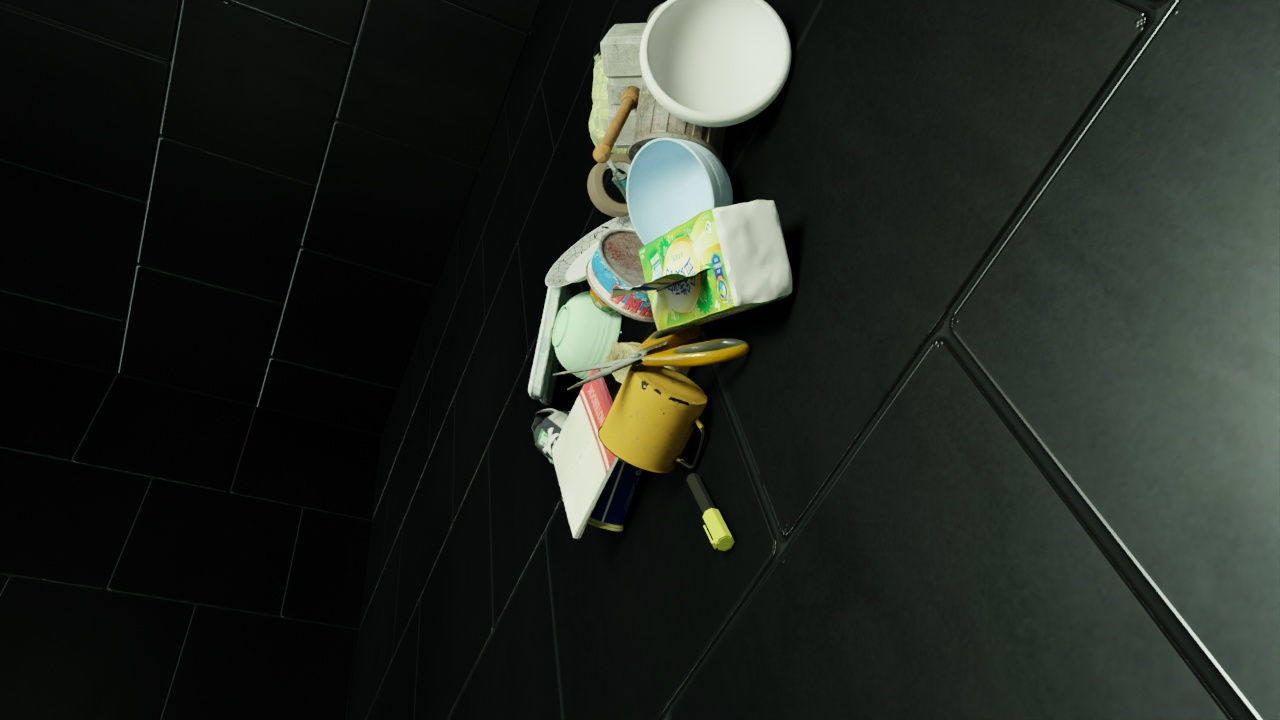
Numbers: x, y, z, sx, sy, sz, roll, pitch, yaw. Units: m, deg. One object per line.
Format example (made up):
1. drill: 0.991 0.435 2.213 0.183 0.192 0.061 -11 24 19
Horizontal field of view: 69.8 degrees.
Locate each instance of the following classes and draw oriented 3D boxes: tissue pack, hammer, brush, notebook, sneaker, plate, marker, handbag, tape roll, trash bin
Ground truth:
1. tissue pack: 0.048 -0.091 0.977 0.198 0.141 0.120 -30 74 65
2. hammer: -0.024 -0.338 1.258 0.316 0.083 0.163 -74 -18 -54
3. brush: -0.007 0.007 1.224 0.195 0.043 0.059 -147 74 -70
4. notebook: -0.070 0.112 1.198 0.153 0.012 0.208 -64 23 19
5. sneaker: -0.113 0.128 1.358 0.084 0.079 0.235 -70 21 8
6. plate: -0.066 -0.168 1.427 0.189 0.016 0.188 -30 24 15
7. marker: 0.069 0.155 0.954 0.123 0.021 0.017 -117 2 -63
8. handbag: -0.037 -0.411 1.516 0.117 0.113 0.186 132 147 -64
9. tape roll: -0.034 -0.272 1.425 0.030 0.093 0.093 166 118 -67
10. trash bin: 0.060 -0.357 1.198 0.131 0.130 0.211 159 123 -65

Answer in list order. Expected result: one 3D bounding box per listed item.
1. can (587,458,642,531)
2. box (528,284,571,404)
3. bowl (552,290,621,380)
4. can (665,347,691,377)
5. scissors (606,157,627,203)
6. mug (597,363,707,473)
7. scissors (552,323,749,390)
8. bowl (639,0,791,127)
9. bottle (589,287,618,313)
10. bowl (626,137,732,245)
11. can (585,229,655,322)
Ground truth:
1. can: -0.044 0.156 1.195 0.092 0.056 0.116 -70 21 7
2. box: -0.149 -0.032 1.541 0.189 0.037 0.208 107 174 -84
3. bowl: -0.091 -0.045 1.432 0.151 0.077 0.151 -166 91 -69
4. can: 0.034 0.026 1.113 0.038 0.038 0.079 -128 57 -65
5. scissors: -0.012 -0.241 1.327 0.019 0.144 0.126 -38 -22 -11
6. mug: 0.025 0.068 1.042 0.124 0.100 0.094 34 110 26
7. scissors: 0.013 -0.010 1.038 0.216 0.225 0.016 -65 -36 -69
8. bowl: 0.088 -0.353 1.096 0.066 0.176 0.176 82 -161 -78
9. bottle: -0.013 -0.133 1.323 0.168 0.059 0.059 -46 34 46
10. bowl: 0.059 -0.202 1.129 0.151 0.074 0.151 23 122 43
11. can: -0.002 -0.109 1.173 0.129 0.130 0.044 -97 30 -46
